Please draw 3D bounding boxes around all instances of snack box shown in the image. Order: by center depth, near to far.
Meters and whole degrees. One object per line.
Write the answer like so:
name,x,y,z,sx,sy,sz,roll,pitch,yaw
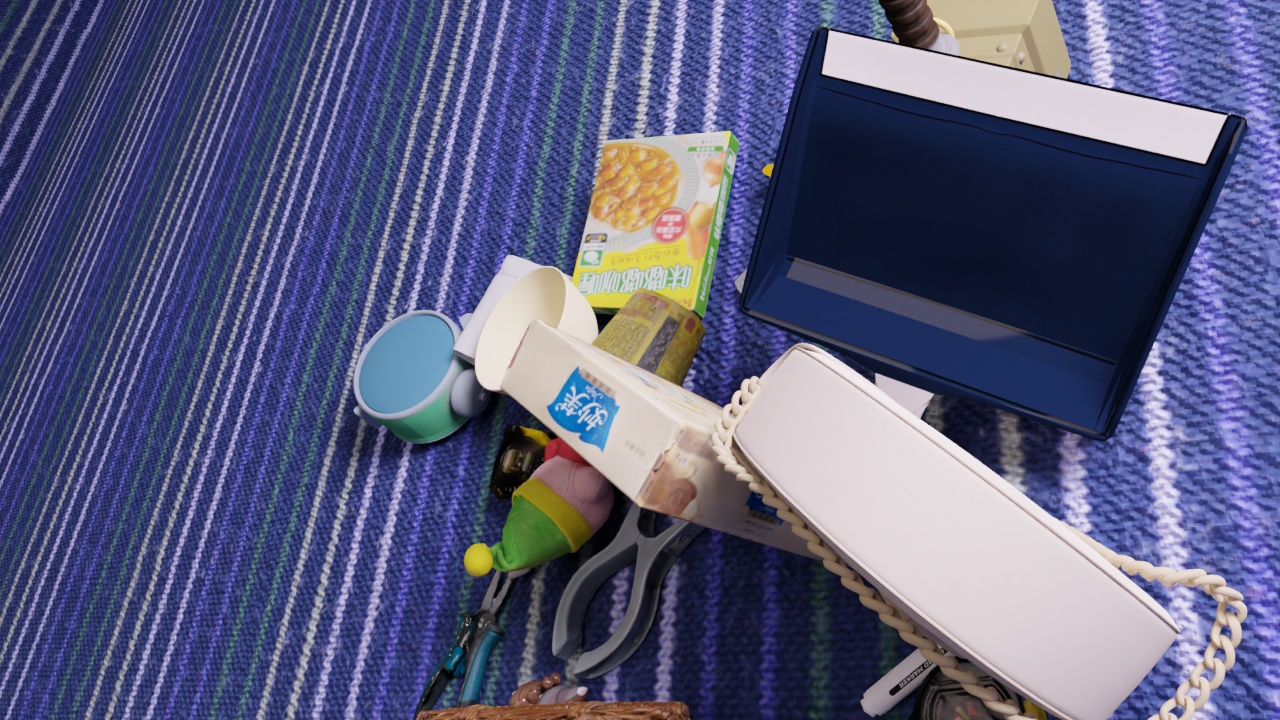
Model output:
snack box,0.029,0.055,0.602,0.153,0.207,0.055,34,96,44
snack box,0.010,-0.122,0.821,0.132,0.027,0.168,4,75,30

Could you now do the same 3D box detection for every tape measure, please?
tape measure,0.189,0.203,0.511,0.072,0.042,0.071,-53,45,6
tape measure,-0.099,0.092,0.800,0.063,0.038,0.067,5,69,39

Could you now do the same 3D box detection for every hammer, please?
hammer,0.162,-0.230,0.575,0.101,0.325,0.190,12,70,41

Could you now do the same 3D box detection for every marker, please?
marker,0.184,0.168,0.550,0.134,0.017,0.020,-44,73,10

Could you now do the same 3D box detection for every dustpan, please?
dustpan,0.179,-0.033,0.559,0.236,0.274,0.079,22,43,23

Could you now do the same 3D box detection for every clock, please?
clock,-0.197,0.013,0.903,0.162,0.075,0.121,-12,57,18

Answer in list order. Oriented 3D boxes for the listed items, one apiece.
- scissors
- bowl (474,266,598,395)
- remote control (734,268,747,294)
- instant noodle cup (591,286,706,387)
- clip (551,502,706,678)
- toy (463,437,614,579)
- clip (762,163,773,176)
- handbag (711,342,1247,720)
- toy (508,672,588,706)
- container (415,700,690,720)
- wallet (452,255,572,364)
scissors,-0.146,0.248,0.762,0.149,0.019,0.122,-39,47,11
bowl,-0.077,-0.012,0.797,0.118,0.074,0.117,-29,45,34
remote control,0.132,-0.100,0.745,0.136,0.013,0.033,-46,46,8
instant noodle cup,-0.004,0.004,0.740,0.102,0.102,0.108,20,72,43
clip,-0.020,0.157,0.709,0.108,0.028,0.163,34,88,42
toy,-0.078,0.119,0.724,0.124,0.096,0.131,-25,43,62
clip,0.125,-0.162,0.776,0.046,0.035,0.053,-41,48,2
handbag,0.155,0.078,0.460,0.103,0.210,0.208,-53,29,5
toy,-0.057,0.257,0.673,0.102,0.041,0.054,-26,74,34
container,-0.111,0.307,0.562,0.251,0.183,0.162,-16,73,33
wallet,-0.115,-0.038,0.868,0.086,0.032,0.116,26,71,8
